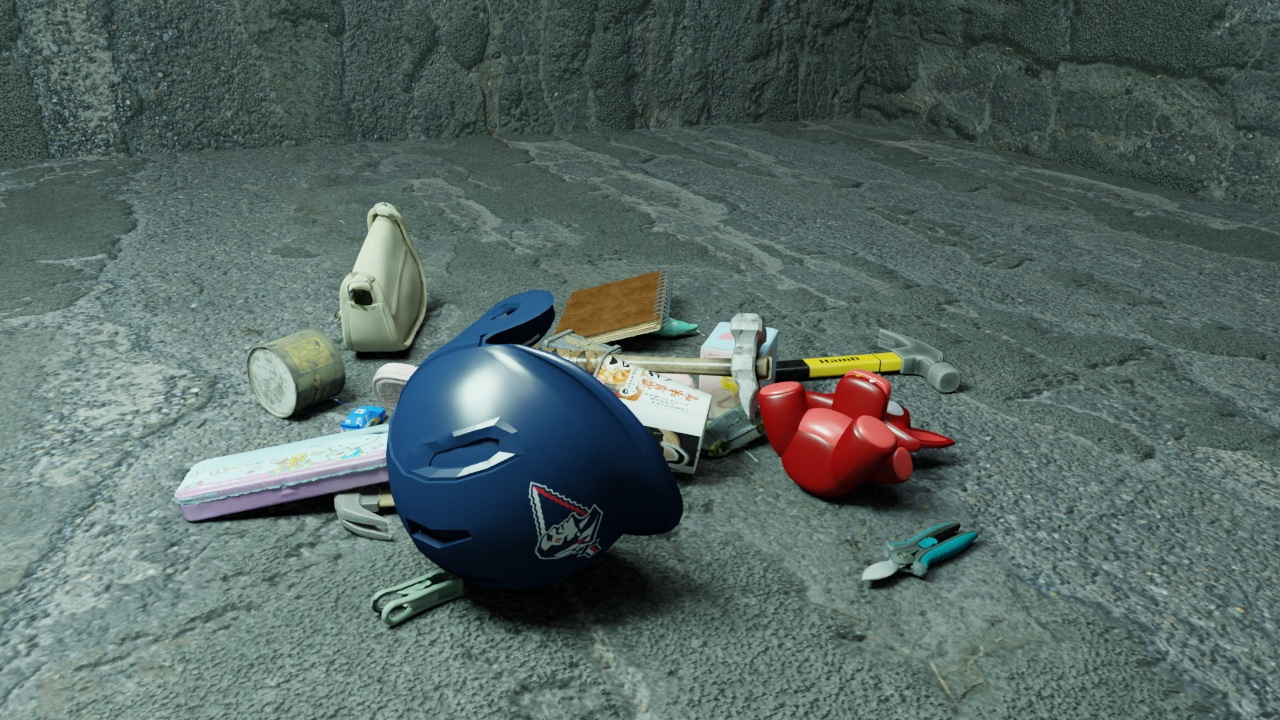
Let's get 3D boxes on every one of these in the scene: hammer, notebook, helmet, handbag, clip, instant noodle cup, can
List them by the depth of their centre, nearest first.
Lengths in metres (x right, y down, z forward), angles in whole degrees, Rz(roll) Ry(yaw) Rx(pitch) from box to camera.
[{"bbox_3d":[-0.187,0.197,0.769,0.075,0.023,0.044,-15,27,-38],"label":"clip"},{"bbox_3d":[-0.091,0.086,0.777,0.273,0.232,0.222,4,44,32],"label":"helmet"},{"bbox_3d":[-0.138,0.134,0.928,0.331,0.031,0.119,0,24,-12],"label":"hammer"},{"bbox_3d":[0.008,0.065,0.983,0.122,0.124,0.123,13,25,6],"label":"instant noodle cup"},{"bbox_3d":[-0.006,0.006,1.069,0.319,0.121,0.049,2,-16,17],"label":"hammer"},{"bbox_3d":[-0.411,0.014,1.098,0.090,0.090,0.074,16,26,30],"label":"can"},{"bbox_3d":[-0.161,0.040,1.124,0.098,0.044,0.321,19,31,35],"label":"hammer"},{"bbox_3d":[0.250,0.007,1.240,0.324,0.034,0.169,-4,23,-11],"label":"hammer"},{"bbox_3d":[-0.383,-0.102,1.281,0.132,0.184,0.228,-3,40,-4],"label":"handbag"},{"bbox_3d":[-0.036,-0.077,1.367,0.167,0.024,0.225,-13,21,9],"label":"notebook"}]

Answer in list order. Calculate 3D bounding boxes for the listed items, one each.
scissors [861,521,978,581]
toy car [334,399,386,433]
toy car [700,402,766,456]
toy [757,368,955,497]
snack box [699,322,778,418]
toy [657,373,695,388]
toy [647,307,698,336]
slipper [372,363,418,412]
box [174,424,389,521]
[{"bbox_3d":[0.262,0.180,0.843,0.138,0.019,0.136,8,23,13],"label":"scissors"},{"bbox_3d":[-0.323,0.053,1.045,0.033,0.062,0.091,5,23,7],"label":"toy car"},{"bbox_3d":[0.107,0.080,1.049,0.105,0.033,0.048,-24,38,-22],"label":"toy car"},{"bbox_3d":[0.229,0.071,0.984,0.158,0.121,0.196,23,23,38],"label":"toy"},{"bbox_3d":[0.120,0.014,1.126,0.079,0.095,0.092,9,25,17],"label":"snack box"},{"bbox_3d":[0.022,0.048,1.103,0.108,0.053,0.105,-9,40,-23],"label":"toy"},{"bbox_3d":[0.029,-0.062,1.381,0.085,0.033,0.105,-3,23,-25],"label":"toy"},{"bbox_3d":[-0.184,0.068,0.974,0.239,0.094,0.064,17,48,11],"label":"slipper"},{"bbox_3d":[-0.342,0.107,0.906,0.214,0.033,0.076,-11,25,-3],"label":"box"}]
